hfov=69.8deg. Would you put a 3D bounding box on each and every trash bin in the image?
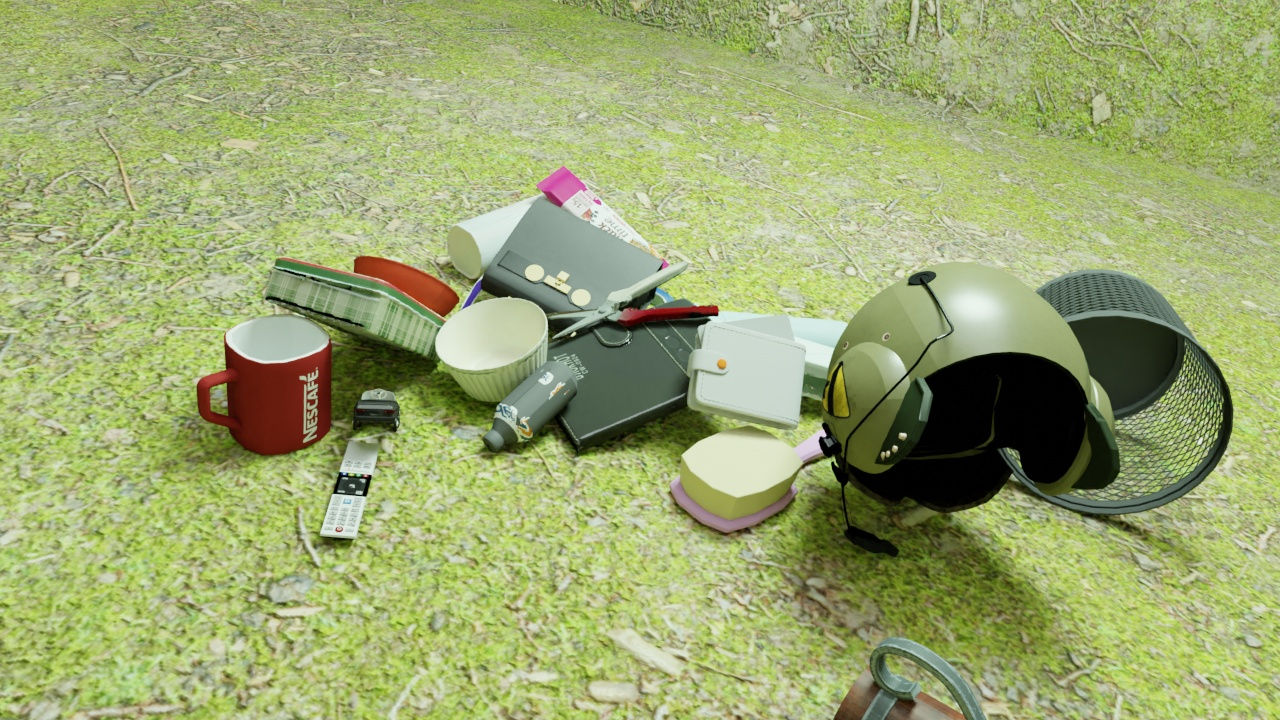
[{"bbox_3d":[0.507,0.019,1.016,0.218,0.218,0.226,20,27,14],"label":"trash bin"}]

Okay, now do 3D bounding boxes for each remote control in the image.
[{"bbox_3d":[-0.246,0.111,0.783,0.028,0.012,0.124,6,31,-9],"label":"remote control"}]

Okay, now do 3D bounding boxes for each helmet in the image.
[{"bbox_3d":[0.271,0.044,0.816,0.250,0.256,0.232,8,34,-10],"label":"helmet"}]

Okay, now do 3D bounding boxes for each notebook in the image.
[{"bbox_3d":[-0.006,0.006,0.974,0.208,0.029,0.169,-19,41,-18],"label":"notebook"}]

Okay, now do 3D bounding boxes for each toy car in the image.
[{"bbox_3d":[-0.242,0.045,0.843,0.040,0.037,0.092,3,-1,-13],"label":"toy car"}]

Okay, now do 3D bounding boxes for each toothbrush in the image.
[{"bbox_3d":[-0.172,-0.125,1.128,0.016,0.015,0.186,34,59,-6],"label":"toothbrush"}]

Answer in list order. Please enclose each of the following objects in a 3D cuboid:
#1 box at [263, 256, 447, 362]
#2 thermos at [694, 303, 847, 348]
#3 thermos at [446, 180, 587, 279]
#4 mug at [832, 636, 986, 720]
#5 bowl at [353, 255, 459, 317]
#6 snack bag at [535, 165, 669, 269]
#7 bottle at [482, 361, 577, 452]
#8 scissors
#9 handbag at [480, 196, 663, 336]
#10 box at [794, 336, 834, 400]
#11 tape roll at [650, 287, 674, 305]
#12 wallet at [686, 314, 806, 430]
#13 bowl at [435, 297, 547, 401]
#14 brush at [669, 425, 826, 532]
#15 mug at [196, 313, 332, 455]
[{"bbox_3d":[-0.269,-0.047,0.899,0.118,0.050,0.205,17,-7,9],"label":"box"},{"bbox_3d":[0.145,-0.022,1.094,0.206,0.065,0.077,4,73,-14],"label":"thermos"},{"bbox_3d":[-0.149,-0.170,1.226,0.099,0.099,0.219,33,42,32],"label":"thermos"},{"bbox_3d":[0.192,0.248,0.606,0.111,0.118,0.081,28,34,31],"label":"mug"},{"bbox_3d":[-0.264,-0.073,1.016,0.122,0.122,0.035,16,75,6],"label":"bowl"},{"bbox_3d":[-0.048,-0.178,1.213,0.196,0.016,0.070,43,46,-1],"label":"snack bag"},{"bbox_3d":[-0.108,0.046,0.891,0.047,0.047,0.112,29,58,27],"label":"bottle"},{"bbox_3d":[-0.002,-0.066,1.030,0.199,0.015,0.178,8,40,21],"label":"scissors"},{"bbox_3d":[-0.099,-0.073,1.080,0.176,0.072,0.195,28,55,10],"label":"handbag"},{"bbox_3d":[0.254,0.023,1.047,0.199,0.067,0.083,15,50,-8],"label":"box"},{"bbox_3d":[0.000,-0.071,1.172,0.093,0.016,0.091,30,35,28],"label":"tape roll"},{"bbox_3d":[0.108,0.001,0.918,0.118,0.038,0.115,13,71,-11],"label":"wallet"},{"bbox_3d":[-0.146,-0.006,0.942,0.115,0.063,0.115,-6,41,5],"label":"bowl"},{"bbox_3d":[0.129,0.099,0.906,0.228,0.043,0.089,-18,42,-41],"label":"brush"},{"bbox_3d":[-0.333,0.026,0.810,0.080,0.097,0.116,31,35,29],"label":"mug"}]
